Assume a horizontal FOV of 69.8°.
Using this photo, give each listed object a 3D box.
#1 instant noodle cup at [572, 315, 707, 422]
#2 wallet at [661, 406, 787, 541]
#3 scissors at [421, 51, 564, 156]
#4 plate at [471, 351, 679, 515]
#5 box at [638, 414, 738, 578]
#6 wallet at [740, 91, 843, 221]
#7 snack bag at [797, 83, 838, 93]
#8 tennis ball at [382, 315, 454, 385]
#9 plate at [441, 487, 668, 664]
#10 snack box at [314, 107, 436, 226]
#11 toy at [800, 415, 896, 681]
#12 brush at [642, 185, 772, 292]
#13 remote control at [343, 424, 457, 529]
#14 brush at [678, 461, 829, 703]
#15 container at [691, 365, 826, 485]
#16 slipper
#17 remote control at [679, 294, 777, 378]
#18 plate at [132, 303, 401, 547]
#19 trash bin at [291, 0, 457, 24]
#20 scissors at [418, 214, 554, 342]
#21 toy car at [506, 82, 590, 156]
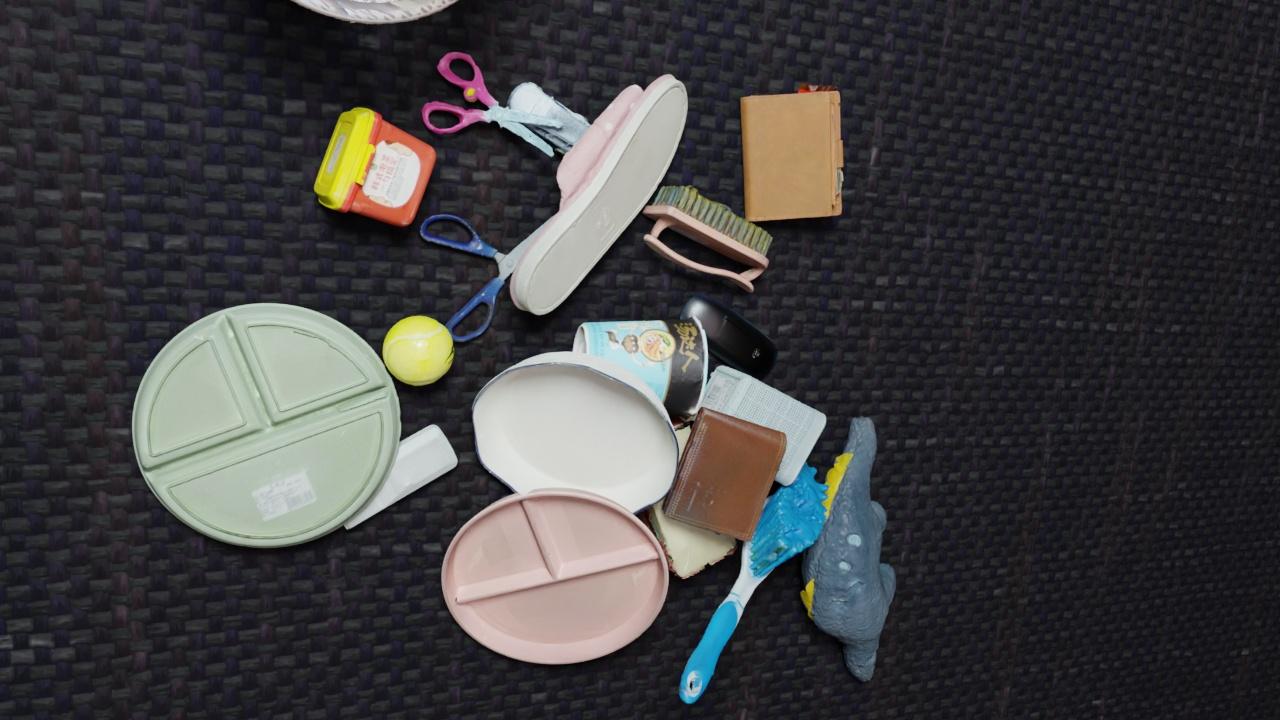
[{"bbox_3d":[-0.006,0.005,0.932,0.120,0.111,0.111,4,100,-16],"label":"instant noodle cup"},{"bbox_3d":[0.087,0.117,0.947,0.101,0.032,0.124,17,100,-14],"label":"wallet"},{"bbox_3d":[-0.139,-0.222,0.853,0.137,0.017,0.093,36,88,-8],"label":"scissors"},{"bbox_3d":[-0.061,0.073,0.898,0.205,0.045,0.205,7,129,8],"label":"plate"},{"bbox_3d":[0.041,0.147,0.994,0.091,0.077,0.168,-25,109,-17],"label":"box"},{"bbox_3d":[0.162,-0.217,0.976,0.108,0.031,0.132,-4,104,2],"label":"wallet"},{"bbox_3d":[0.191,-0.247,1.000,0.048,0.026,0.104,-2,103,-14],"label":"snack bag"},{"bbox_3d":[-0.208,-0.009,0.861,0.065,0.065,0.065,-5,103,-22],"label":"tennis ball"},{"bbox_3d":[-0.087,0.221,0.940,0.229,0.028,0.230,-1,118,-3],"label":"plate"},{"bbox_3d":[-0.232,-0.167,0.811,0.080,0.082,0.091,20,94,-35],"label":"snack box"},{"bbox_3d":[0.252,0.251,1.107,0.137,0.091,0.356,-23,113,-46],"label":"toy"},{"bbox_3d":[0.073,-0.125,0.957,0.145,0.063,0.073,24,87,-27],"label":"brush"},{"bbox_3d":[-0.242,0.113,0.897,0.124,0.024,0.049,-30,110,-13],"label":"remote control"},{"bbox_3d":[0.122,0.222,0.958,0.060,0.313,0.110,42,122,-2],"label":"brush"},{"bbox_3d":[0.124,0.067,1.006,0.111,0.090,0.090,30,88,-23],"label":"container"},{"bbox_3d":[-0.044,-0.164,0.883,0.274,0.054,0.114,-56,157,-10],"label":"slipper"},{"bbox_3d":[0.102,-0.024,1.011,0.136,0.024,0.053,33,87,-25],"label":"remote control"},{"bbox_3d":[-0.335,0.063,0.832,0.230,0.027,0.230,-2,99,-16],"label":"plate"},{"bbox_3d":[-0.225,-0.367,0.704,0.227,0.192,0.227,-5,104,-22],"label":"trash bin"},{"bbox_3d":[-0.143,-0.093,0.900,0.162,0.012,0.175,38,85,-25],"label":"scissors"},{"bbox_3d":[-0.086,-0.230,0.883,0.090,0.034,0.043,30,92,-24],"label":"toy car"}]
